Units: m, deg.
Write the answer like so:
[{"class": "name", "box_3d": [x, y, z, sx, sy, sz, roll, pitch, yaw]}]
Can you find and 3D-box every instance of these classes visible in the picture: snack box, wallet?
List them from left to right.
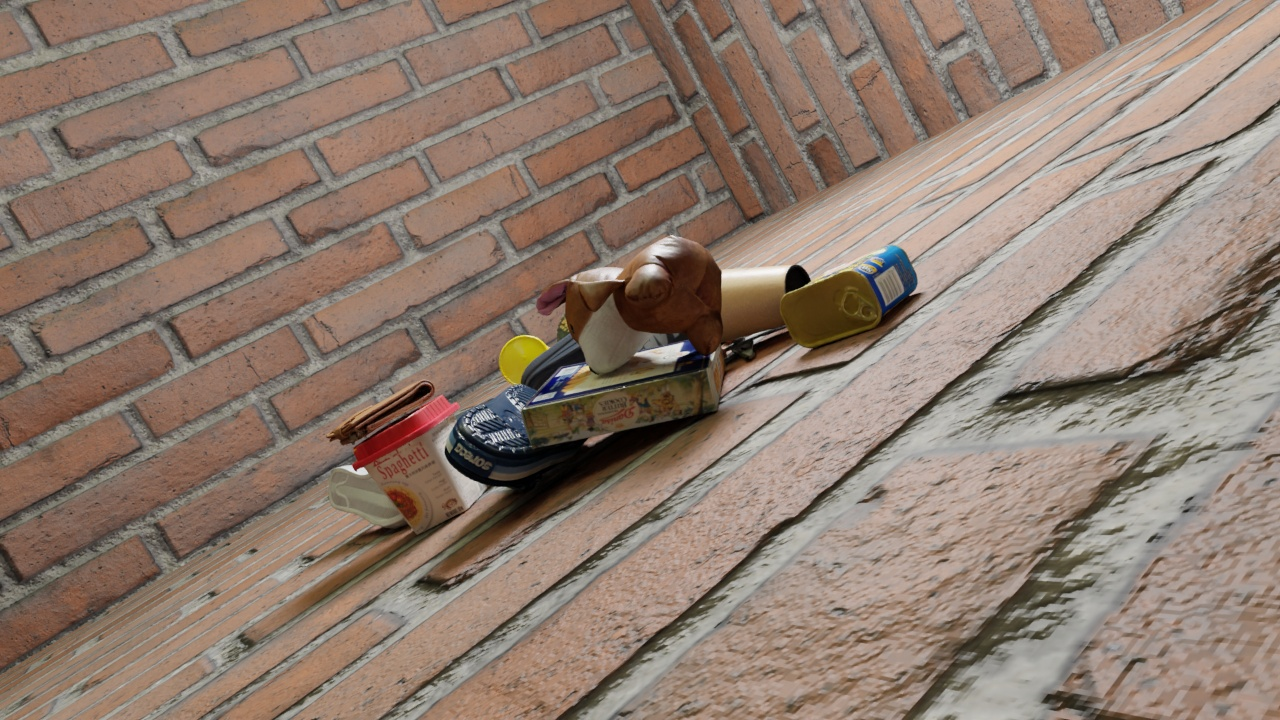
[{"class": "wallet", "box_3d": [-0.307, 0.064, 1.079, 0.107, 0.031, 0.132, -32, 5, -31]}, {"class": "snack box", "box_3d": [-0.010, 0.027, 0.918, 0.183, 0.046, 0.177, -12, 10, 10]}]

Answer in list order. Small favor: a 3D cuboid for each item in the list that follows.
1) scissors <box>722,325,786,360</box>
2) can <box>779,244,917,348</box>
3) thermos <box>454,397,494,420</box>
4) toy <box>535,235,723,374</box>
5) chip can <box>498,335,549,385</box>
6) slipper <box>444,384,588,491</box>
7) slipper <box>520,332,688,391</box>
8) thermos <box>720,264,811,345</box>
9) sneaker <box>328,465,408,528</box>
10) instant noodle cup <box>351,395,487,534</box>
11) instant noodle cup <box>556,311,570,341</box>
[{"class": "scissors", "box_3d": [0.110, -0.018, 1.077, 0.224, 0.015, 0.188, -23, 9, 36]}, {"class": "can", "box_3d": [0.194, -0.061, 0.851, 0.083, 0.057, 0.102, -32, 7, -41]}, {"class": "thermos", "box_3d": [-0.251, 0.100, 1.322, 0.090, 0.068, 0.242, 5, 5, 9]}, {"class": "toy", "box_3d": [-0.009, -0.044, 0.891, 0.200, 0.140, 0.130, -3, 56, 51]}, {"class": "chip can", "box_3d": [-0.144, 0.014, 1.334, 0.072, 0.072, 0.213, -29, -10, 2]}, {"class": "slipper", "box_3d": [-0.131, 0.093, 0.952, 0.095, 0.105, 0.252, -57, -6, 11]}, {"class": "slipper", "box_3d": [-0.022, -0.003, 1.096, 0.268, 0.111, 0.083, -32, 30, 10]}, {"class": "thermos", "box_3d": [0.114, -0.065, 1.011, 0.144, 0.093, 0.092, -8, 19, 41]}, {"class": "sneaker", "box_3d": [-0.324, 0.174, 1.225, 0.090, 0.089, 0.243, 4, -7, -42]}, {"class": "instant noodle cup", "box_3d": [-0.248, 0.122, 1.059, 0.116, 0.124, 0.116, -29, 6, 15]}, {"class": "instant noodle cup", "box_3d": [-0.053, -0.025, 1.371, 0.111, 0.111, 0.120, -29, -21, 8]}]
